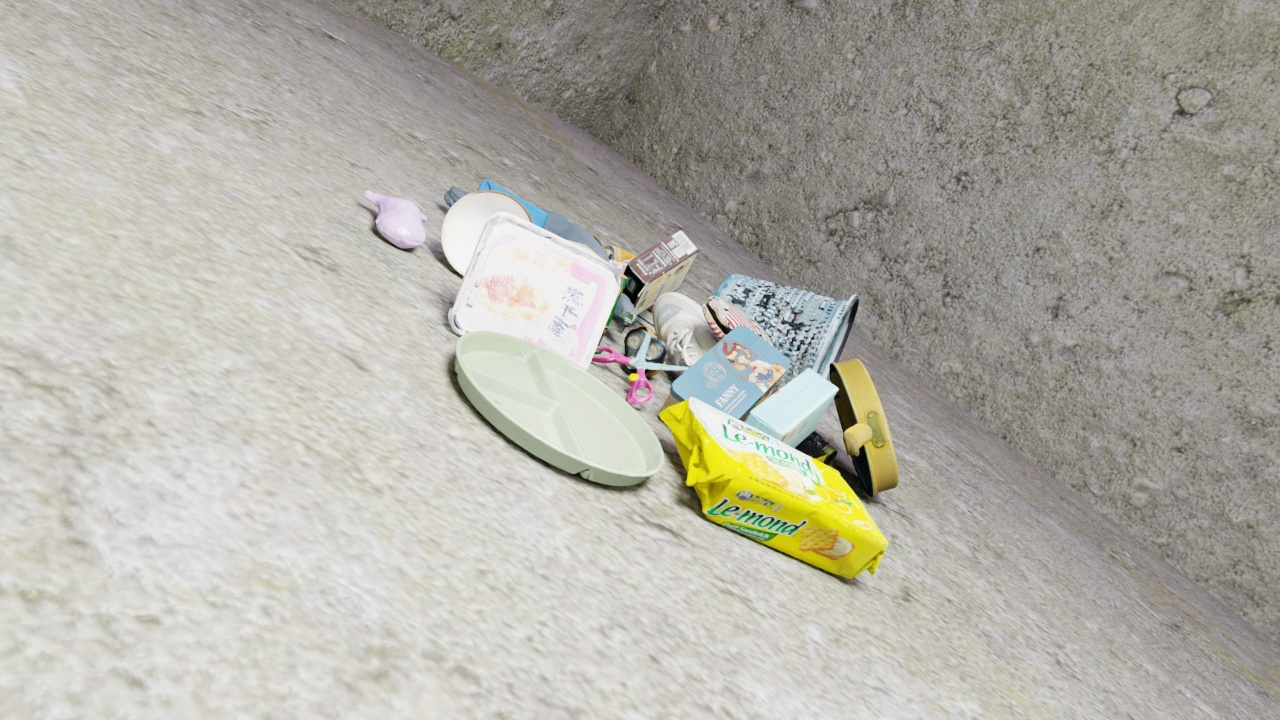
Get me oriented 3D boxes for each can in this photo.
[{"bbox_3d":[-0.008,-0.149,1.588,0.146,0.058,0.058,21,19,-38],"label":"can"}]

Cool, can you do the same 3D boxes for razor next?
[{"bbox_3d":[0.004,-0.022,1.225,0.067,0.062,0.167,60,5,-11],"label":"razor"}]

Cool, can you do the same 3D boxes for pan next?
[{"bbox_3d":[0.289,0.095,1.220,0.357,0.078,0.197,22,51,-84],"label":"pan"}]

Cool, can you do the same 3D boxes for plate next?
[{"bbox_3d":[-0.080,0.046,0.884,0.230,0.027,0.230,31,16,-10],"label":"plate"}]

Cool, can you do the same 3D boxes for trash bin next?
[{"bbox_3d":[0.195,-0.028,1.385,0.195,0.227,0.226,24,12,16],"label":"trash bin"}]

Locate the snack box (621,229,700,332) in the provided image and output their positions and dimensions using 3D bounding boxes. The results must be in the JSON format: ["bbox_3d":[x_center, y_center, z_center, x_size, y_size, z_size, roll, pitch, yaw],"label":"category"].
[{"bbox_3d":[0.015,-0.112,1.298,0.125,0.113,0.053,-33,76,-26],"label":"snack box"}]

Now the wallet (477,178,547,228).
[{"bbox_3d":[-0.185,-0.174,1.223,0.106,0.040,0.132,28,47,-16],"label":"wallet"}]

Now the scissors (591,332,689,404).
[{"bbox_3d":[-0.007,0.006,1.104,0.133,0.017,0.133,7,41,8],"label":"scissors"}]

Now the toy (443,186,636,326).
[{"bbox_3d":[-0.122,-0.151,1.304,0.356,0.092,0.137,37,28,23],"label":"toy"}]

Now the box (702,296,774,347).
[{"bbox_3d":[0.136,-0.042,1.218,0.164,0.060,0.072,26,49,-57],"label":"box"}]

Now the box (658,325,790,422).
[{"bbox_3d":[0.098,0.036,1.096,0.090,0.062,0.183,37,44,11],"label":"box"}]

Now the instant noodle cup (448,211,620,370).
[{"bbox_3d":[-0.120,-0.070,0.996,0.173,0.138,0.060,24,-3,-34],"label":"instant noodle cup"}]

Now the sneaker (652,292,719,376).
[{"bbox_3d":[0.071,0.002,1.222,0.090,0.090,0.242,4,42,-48],"label":"sneaker"}]

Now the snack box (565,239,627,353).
[{"bbox_3d":[-0.084,-0.085,1.135,0.118,0.106,0.117,41,16,21],"label":"snack box"}]

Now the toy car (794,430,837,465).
[{"bbox_3d":[0.200,0.116,1.208,0.155,0.041,0.071,-3,38,-49],"label":"toy car"}]

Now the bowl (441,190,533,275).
[{"bbox_3d":[-0.186,-0.149,1.137,0.113,0.113,0.062,32,-4,-4],"label":"bowl"}]

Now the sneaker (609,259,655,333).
[{"bbox_3d":[-0.005,-0.118,1.437,0.241,0.088,0.118,34,15,1],"label":"sneaker"}]

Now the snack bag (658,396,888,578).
[{"bbox_3d":[0.137,0.137,0.965,0.246,0.068,0.158,27,17,-21],"label":"snack bag"}]

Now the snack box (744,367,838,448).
[{"bbox_3d":[0.178,0.075,1.135,0.051,0.074,0.174,37,35,19],"label":"snack box"}]

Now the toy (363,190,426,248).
[{"bbox_3d":[-0.290,-0.168,1.100,0.083,0.039,0.108,21,25,-28],"label":"toy"}]
